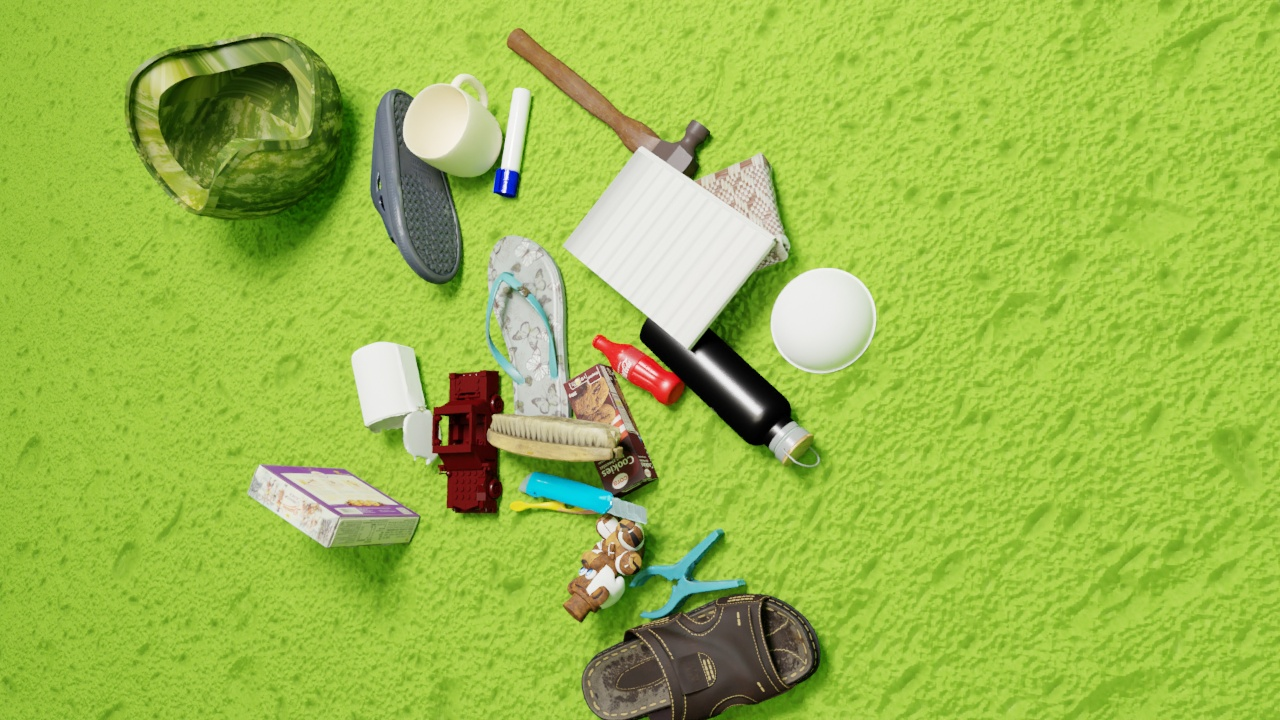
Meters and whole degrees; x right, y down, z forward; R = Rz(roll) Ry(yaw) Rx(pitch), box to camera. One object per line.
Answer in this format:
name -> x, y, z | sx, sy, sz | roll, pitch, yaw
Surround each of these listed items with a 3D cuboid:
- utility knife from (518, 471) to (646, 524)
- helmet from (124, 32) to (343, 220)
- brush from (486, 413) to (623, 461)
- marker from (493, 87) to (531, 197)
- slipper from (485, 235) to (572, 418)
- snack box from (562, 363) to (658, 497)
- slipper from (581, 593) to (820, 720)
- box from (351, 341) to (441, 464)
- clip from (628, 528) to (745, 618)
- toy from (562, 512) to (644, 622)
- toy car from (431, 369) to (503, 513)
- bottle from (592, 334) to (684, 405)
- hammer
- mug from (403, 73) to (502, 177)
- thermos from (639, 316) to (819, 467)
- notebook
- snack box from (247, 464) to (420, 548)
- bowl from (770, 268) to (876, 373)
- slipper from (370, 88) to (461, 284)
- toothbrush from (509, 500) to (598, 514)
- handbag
utility knife -> -0.065, 0.151, 1.011 | 0.206, 0.015, 0.031 | 8, 75, 46
helmet -> -0.512, -0.302, 1.203 | 0.213, 0.246, 0.244 | 43, 144, 4
brush -> -0.098, 0.084, 1.008 | 0.196, 0.059, 0.043 | 4, 91, 40
marker -> -0.158, -0.270, 1.139 | 0.023, 0.027, 0.133 | 1, 82, 58
slipper -> -0.131, -0.029, 1.077 | 0.098, 0.054, 0.268 | -17, 77, 21
snack box -> -0.034, 0.078, 1.024 | 0.051, 0.031, 0.140 | -30, 71, 19
slipper -> 0.049, 0.308, 0.924 | 0.268, 0.075, 0.113 | -22, 74, 22
box -> -0.302, 0.057, 1.134 | 0.092, 0.083, 0.165 | -17, 77, 13
clip -> 0.051, 0.244, 0.962 | 0.127, 0.028, 0.113 | -21, 69, 23
toy -> -0.039, 0.223, 0.977 | 0.112, 0.067, 0.087 | -45, 19, -22
toy car -> -0.205, 0.095, 1.089 | 0.070, 0.061, 0.169 | -5, 80, 26
bottle -> -0.006, 0.006, 1.018 | 0.119, 0.036, 0.036 | 34, 98, 26
hammer -> -0.055, -0.305, 1.092 | 0.323, 0.033, 0.115 | 44, 101, 25
mug -> -0.219, -0.287, 1.131 | 0.096, 0.099, 0.120 | 21, 90, 25
thermos -> 0.096, 0.030, 0.949 | 0.231, 0.061, 0.061 | 44, 102, 25
notebook -> 0.025, -0.125, 0.980 | 0.210, 0.009, 0.142 | 41, 95, 31
snack box -> -0.369, 0.175, 1.113 | 0.148, 0.143, 0.040 | 24, 93, 27
bowl -> 0.179, -0.045, 0.931 | 0.110, 0.040, 0.110 | -4, 81, 26
slipper -> -0.302, -0.214, 1.159 | 0.083, 0.110, 0.268 | -22, 70, 25
toothbrush -> -0.088, 0.165, 1.049 | 0.136, 0.016, 0.021 | -5, 78, 23
handbag -> 0.066, -0.136, 0.999 | 0.186, 0.047, 0.124 | -18, 67, 23
